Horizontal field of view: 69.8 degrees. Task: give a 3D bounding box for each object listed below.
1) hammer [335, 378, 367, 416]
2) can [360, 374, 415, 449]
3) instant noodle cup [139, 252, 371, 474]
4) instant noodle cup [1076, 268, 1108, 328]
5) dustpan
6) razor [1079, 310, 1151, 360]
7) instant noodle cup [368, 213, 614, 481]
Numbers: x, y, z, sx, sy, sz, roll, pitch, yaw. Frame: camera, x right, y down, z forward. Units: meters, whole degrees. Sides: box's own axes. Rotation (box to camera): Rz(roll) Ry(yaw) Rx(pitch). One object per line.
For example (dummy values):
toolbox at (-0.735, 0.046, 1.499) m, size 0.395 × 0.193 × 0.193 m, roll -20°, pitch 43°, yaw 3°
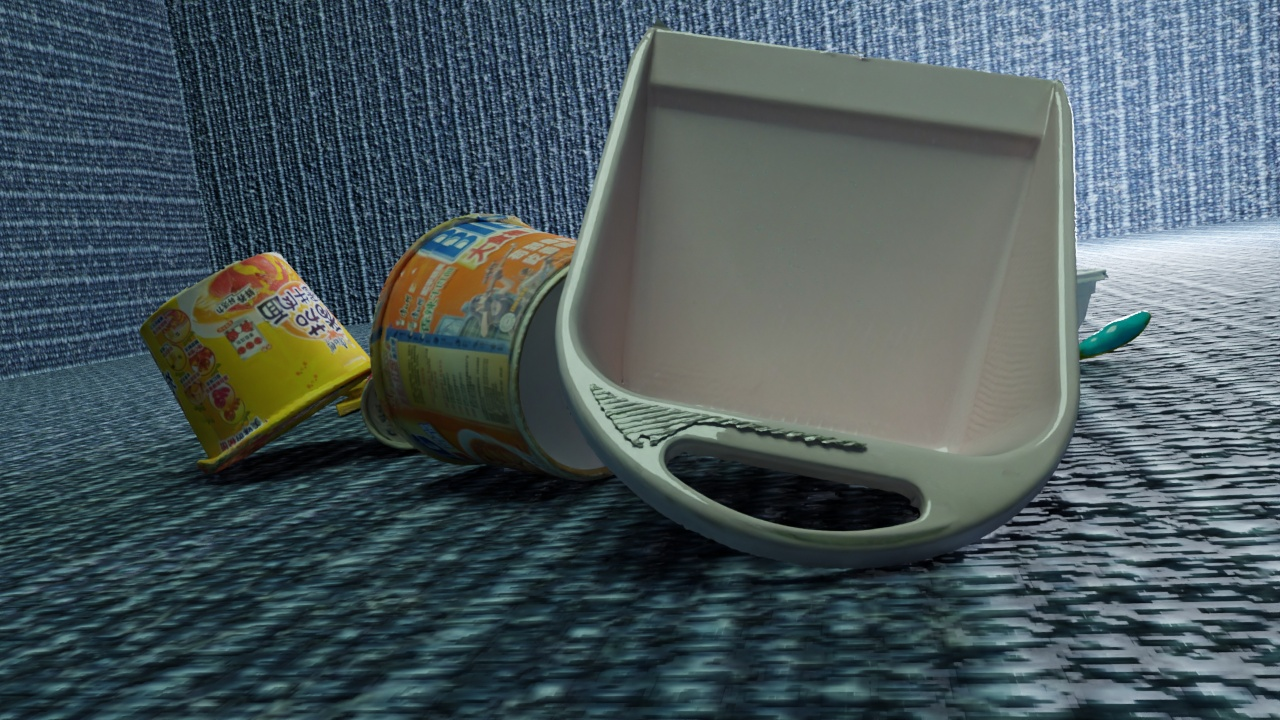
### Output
hammer at (-0.173, 0.014, 0.811) m, size 0.128 × 0.033 × 0.302 m, roll -16°, pitch 4°, yaw -39°
can at (-0.161, 0.026, 0.660) m, size 0.066 × 0.066 × 0.094 m, roll -8°, pitch 7°, yaw -3°
instant noodle cup at (-0.272, -0.003, 0.650) m, size 0.138 × 0.110 × 0.138 m, roll -33°, pitch 6°, yaw 4°
instant noodle cup at (0.273, -0.036, 0.754) m, size 0.173 × 0.060 × 0.138 m, roll -8°, pitch 7°, yaw -17°
dustpan at (0.082, -0.052, 0.391) m, size 0.222 × 0.273 × 0.139 m, roll 8°, pitch -10°, yaw 7°
razor at (0.317, -0.015, 0.652) m, size 0.132 × 0.028 × 0.043 m, roll -14°, pitch 32°, yaw -26°
instant noodle cup at (-0.055, -0.004, 0.508) m, size 0.151 × 0.151 × 0.112 m, roll -13°, pitch 18°, yaw -42°
